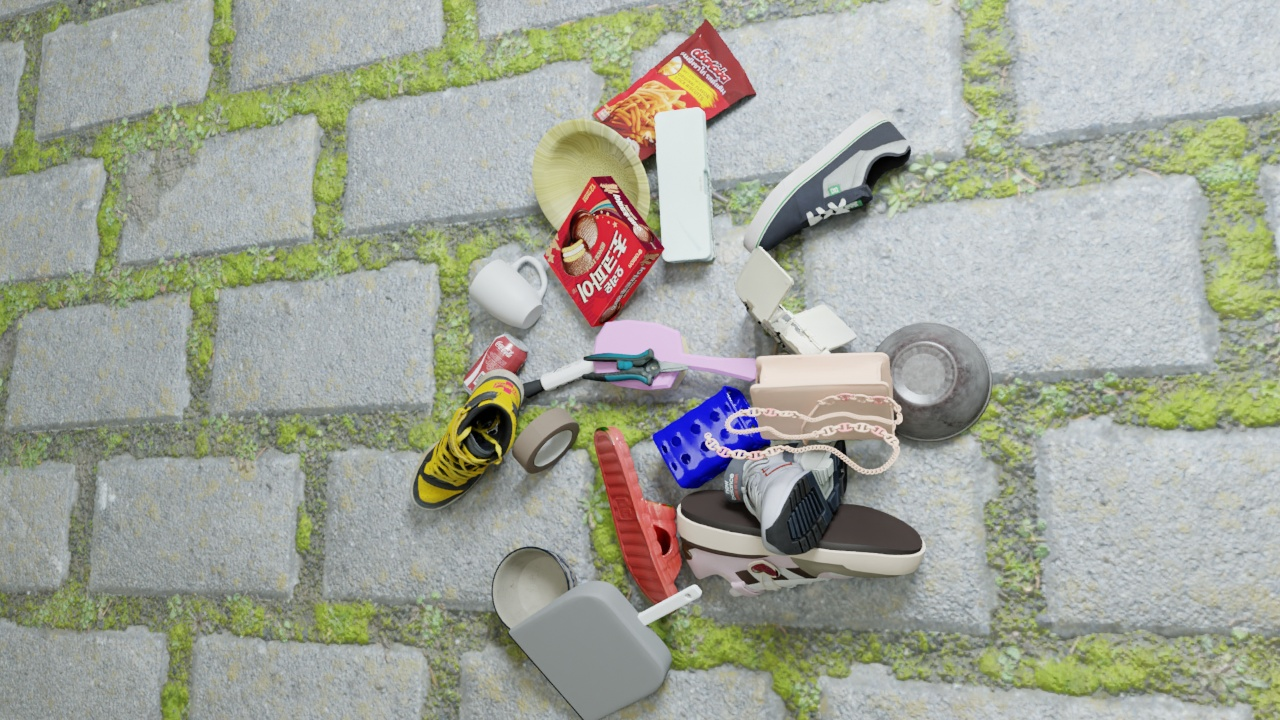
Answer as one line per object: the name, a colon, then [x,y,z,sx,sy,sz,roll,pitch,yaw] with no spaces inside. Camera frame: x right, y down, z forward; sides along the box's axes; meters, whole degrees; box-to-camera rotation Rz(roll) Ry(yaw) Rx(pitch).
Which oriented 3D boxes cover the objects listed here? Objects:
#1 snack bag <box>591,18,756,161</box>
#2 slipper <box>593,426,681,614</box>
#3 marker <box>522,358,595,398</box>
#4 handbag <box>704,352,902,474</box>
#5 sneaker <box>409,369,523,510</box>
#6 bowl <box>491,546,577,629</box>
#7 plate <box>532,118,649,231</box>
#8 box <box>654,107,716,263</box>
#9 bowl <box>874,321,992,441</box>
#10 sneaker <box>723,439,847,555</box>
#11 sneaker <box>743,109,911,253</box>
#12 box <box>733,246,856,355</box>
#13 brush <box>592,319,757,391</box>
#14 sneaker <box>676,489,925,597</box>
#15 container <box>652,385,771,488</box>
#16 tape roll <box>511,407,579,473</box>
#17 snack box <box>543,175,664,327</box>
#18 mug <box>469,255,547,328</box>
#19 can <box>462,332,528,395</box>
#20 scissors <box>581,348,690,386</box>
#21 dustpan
snack bag: [0.043,-0.361,1.271,0.208,0.066,0.139,-32,66,5]
slipper: [0.007,0.197,1.166,0.059,0.104,0.248,-17,85,-24]
marker: [-0.112,0.023,1.277,0.126,0.025,0.025,-21,74,18]
handbag: [0.186,0.087,1.010,0.199,0.117,0.186,-1,43,18]
sneaker: [-0.240,0.129,1.243,0.086,0.122,0.239,32,103,-13]
bowl: [-0.134,0.306,1.224,0.116,0.059,0.115,-4,80,21]
plate: [-0.062,-0.244,1.263,0.184,0.036,0.185,15,124,23]
box: [0.057,-0.228,1.207,0.086,0.073,0.199,-5,91,-16]
bowl: [0.334,0.020,1.074,0.145,0.067,0.145,-4,80,21]
sneaker: [0.151,0.152,1.053,0.124,0.239,0.089,-1,104,30]
sneaker: [0.233,-0.204,1.144,0.235,0.084,0.079,-41,70,8]
box: [0.184,-0.058,1.089,0.081,0.181,0.143,-43,72,3]
brush: [0.048,0.001,1.206,0.229,0.043,0.089,8,85,23]
sneaker: [0.184,0.239,1.095,0.294,0.111,0.116,4,109,19]
container: [0.089,0.099,1.153,0.114,0.084,0.085,-34,72,15]
tape roll: [-0.127,0.108,1.233,0.030,0.093,0.094,44,99,22]
snack box: [-0.053,-0.145,1.235,0.132,0.035,0.152,55,132,20]
mug: [-0.174,-0.100,1.306,0.089,0.071,0.107,39,69,14]
can: [-0.205,0.010,1.301,0.054,0.054,0.096,42,98,22]
scissors: [-0.010,0.002,1.195,0.130,0.019,0.135,-45,71,10]
dustpan: [-0.026,0.342,1.138,0.258,0.033,0.163,-36,96,30]
